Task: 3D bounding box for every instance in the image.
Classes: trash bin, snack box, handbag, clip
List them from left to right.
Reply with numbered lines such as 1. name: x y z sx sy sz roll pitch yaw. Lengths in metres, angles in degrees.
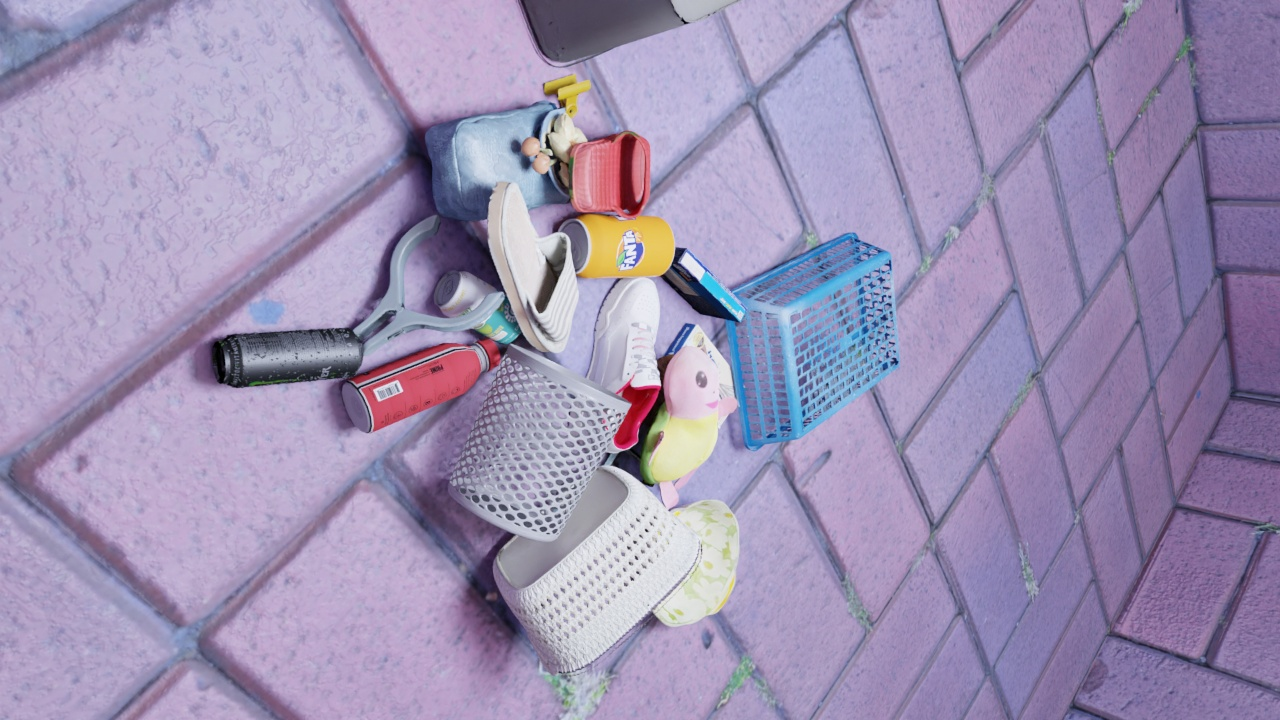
1. clip: -0.212 -0.056 0.983 0.172 0.164 0.031 -61 174 -9
2. handbag: -0.136 -0.223 1.019 0.191 0.119 0.122 -22 114 -45
3. trash bin: -0.121 0.097 1.060 0.156 0.156 0.183 26 90 -42
4. clip: -0.086 -0.319 1.108 0.054 0.048 0.046 -30 92 -36
5. trash bin: -0.004 -0.453 1.022 0.197 0.220 0.197 -36 120 -32
6. snack box: 0.075 -0.105 1.254 0.150 0.082 0.027 39 73 -40
7. snack box: 0.091 0.024 1.331 0.081 0.026 0.150 -55 128 -19

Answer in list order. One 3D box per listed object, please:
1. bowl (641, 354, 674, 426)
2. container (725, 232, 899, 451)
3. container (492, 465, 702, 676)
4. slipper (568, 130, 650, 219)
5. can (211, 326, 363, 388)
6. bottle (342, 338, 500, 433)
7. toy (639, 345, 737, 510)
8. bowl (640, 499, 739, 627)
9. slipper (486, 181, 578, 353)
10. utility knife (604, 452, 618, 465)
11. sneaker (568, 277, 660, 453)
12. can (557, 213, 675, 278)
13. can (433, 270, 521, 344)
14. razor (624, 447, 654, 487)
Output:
1. bowl: 0.043 0.048 1.268 0.101 0.026 0.114 7 110 -31
2. container: 0.288 -0.034 1.436 0.361 0.089 0.257 -28 116 -40
3. container: -0.059 0.248 1.127 0.251 0.185 0.143 -40 115 -12
4. slipper: -0.019 -0.222 1.096 0.248 0.059 0.103 -43 135 -66
5. can: -0.348 -0.004 0.915 0.137 0.054 0.054 -6 102 -41
6. bottle: -0.235 0.020 1.015 0.176 0.062 0.062 -25 114 -36
7. toy: 0.056 0.094 1.224 0.189 0.088 0.239 -26 134 -39
8. bowl: 0.060 0.284 1.329 0.188 0.060 0.219 -53 131 -20
9. slipper: -0.113 -0.097 1.030 0.273 0.054 0.114 67 33 -61
10. utility knife: -0.069 0.180 1.225 0.147 0.015 0.022 -56 129 -15
11. sneaker: -0.008 0.007 1.187 0.090 0.104 0.236 26 80 -42
12. can: -0.030 -0.143 1.154 0.142 0.079 0.079 -6 102 -41
13. can: -0.182 -0.061 1.051 0.101 0.055 0.055 31 77 -41
14. razor: -0.007 0.131 1.269 0.106 0.026 0.042 44 71 -33
